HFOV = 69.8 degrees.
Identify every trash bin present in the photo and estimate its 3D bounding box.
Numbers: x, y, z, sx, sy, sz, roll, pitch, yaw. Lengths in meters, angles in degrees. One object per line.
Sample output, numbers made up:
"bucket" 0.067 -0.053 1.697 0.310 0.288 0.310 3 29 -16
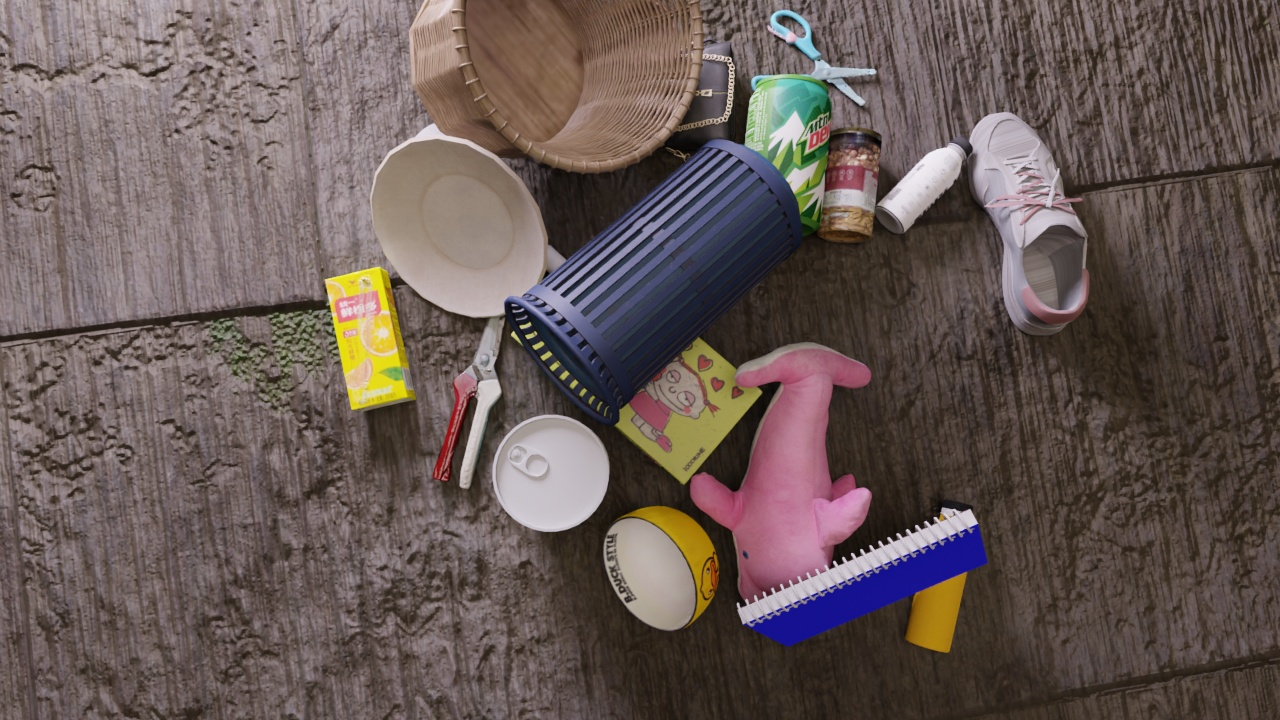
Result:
"trash bin" 0.020 -0.076 0.805 0.249 0.139 0.139 -42 87 -16

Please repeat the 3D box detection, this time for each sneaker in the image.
"sneaker" 0.396 -0.144 0.915 0.099 0.089 0.236 -13 86 -3

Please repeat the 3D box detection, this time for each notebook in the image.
"notebook" 0.204 0.200 0.822 0.209 0.171 0.022 -27 60 11

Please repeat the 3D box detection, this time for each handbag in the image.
"handbag" 0.058 -0.267 0.942 0.079 0.054 0.128 1 88 10

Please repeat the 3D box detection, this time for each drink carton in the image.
"drink carton" -0.269 -0.021 0.912 0.058 0.043 0.134 -13 85 -2

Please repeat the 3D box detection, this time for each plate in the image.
"plate" -0.172 -0.130 0.888 0.189 0.027 0.189 11 125 16

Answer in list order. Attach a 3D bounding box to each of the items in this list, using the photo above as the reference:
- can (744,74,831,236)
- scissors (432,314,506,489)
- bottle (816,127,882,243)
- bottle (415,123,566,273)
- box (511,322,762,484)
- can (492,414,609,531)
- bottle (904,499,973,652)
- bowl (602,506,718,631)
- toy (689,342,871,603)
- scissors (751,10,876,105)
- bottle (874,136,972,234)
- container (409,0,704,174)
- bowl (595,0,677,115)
"can" 0.145 -0.202 0.917 0.083 0.083 0.144 7 85 -1
"scissors" -0.171 0.030 0.925 0.140 0.015 0.188 -18 84 -2
"bottle" 0.212 -0.176 0.930 0.056 0.056 0.105 7 85 -1
"bottle" -0.148 -0.153 0.921 0.195 0.052 0.052 42 85 2
"box" -0.005 0.005 0.899 0.221 0.079 0.124 43 85 1
"can" -0.079 0.102 0.855 0.099 0.144 0.099 0 85 -2
"bottle" 0.298 0.210 0.905 0.043 0.043 0.143 15 85 0
"bowl" 0.028 0.190 0.877 0.067 0.118 0.117 -24 85 -44
"toy" 0.152 0.118 0.848 0.186 0.128 0.266 3 100 -29
"scissors" 0.174 -0.299 0.962 0.139 0.015 0.118 42 86 8
"bottle" 0.293 -0.183 0.940 0.116 0.041 0.041 -45 87 -4
"container" -0.090 -0.282 0.827 0.226 0.196 0.227 -5 101 -29
"bowl" 0.001 -0.299 0.928 0.119 0.032 0.119 -2 88 42
